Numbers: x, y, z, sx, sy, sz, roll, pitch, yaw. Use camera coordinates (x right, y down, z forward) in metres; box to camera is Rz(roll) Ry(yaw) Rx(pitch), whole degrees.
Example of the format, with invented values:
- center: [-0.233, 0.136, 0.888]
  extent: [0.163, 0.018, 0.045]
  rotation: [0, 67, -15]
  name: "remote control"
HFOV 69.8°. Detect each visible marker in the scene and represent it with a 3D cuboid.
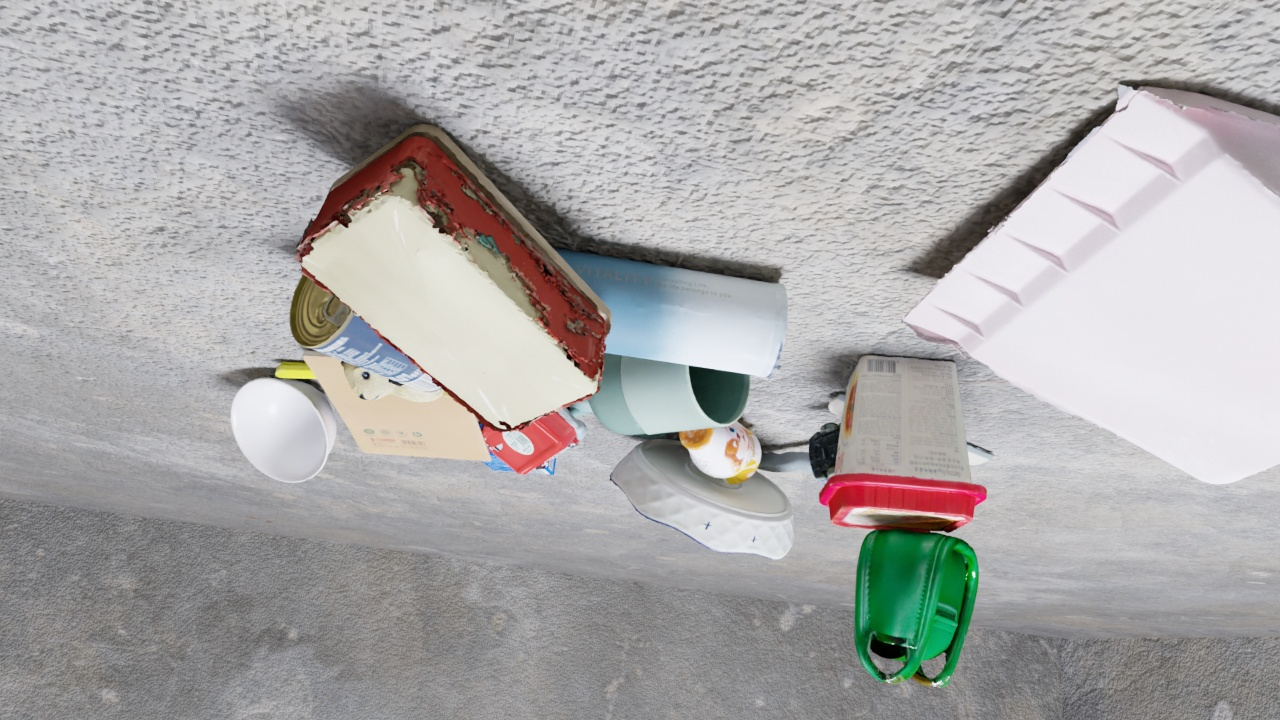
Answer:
- center: [-0.300, 0.010, 0.904]
  extent: [0.124, 0.015, 0.018]
  rotation: [1, 153, 8]
  name: "marker"

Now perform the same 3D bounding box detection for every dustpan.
- center: [0.321, -0.046, 0.503]
  extent: [0.273, 0.138, 0.223]
  rotation: [35, 152, 1]
  name: "dustpan"

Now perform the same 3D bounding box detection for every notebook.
- center: [-0.240, 0.052, 0.937]
  extent: [0.148, 0.008, 0.208]
  rotation: [3, 148, 4]
  name: "notebook"

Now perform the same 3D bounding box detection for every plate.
- center: [0.072, 0.140, 0.981]
  extent: [0.205, 0.045, 0.204]
  rotation: [20, -168, -5]
  name: "plate"

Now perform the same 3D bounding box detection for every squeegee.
- center: [0.195, 0.102, 0.971]
  extent: [0.246, 0.039, 0.247]
  rotation: [20, 157, -35]
  name: "squeegee"

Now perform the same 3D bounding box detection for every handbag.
- center: [0.221, 0.197, 0.729]
  extent: [0.068, 0.120, 0.131]
  rotation: [1, 164, 32]
  name: "handbag"

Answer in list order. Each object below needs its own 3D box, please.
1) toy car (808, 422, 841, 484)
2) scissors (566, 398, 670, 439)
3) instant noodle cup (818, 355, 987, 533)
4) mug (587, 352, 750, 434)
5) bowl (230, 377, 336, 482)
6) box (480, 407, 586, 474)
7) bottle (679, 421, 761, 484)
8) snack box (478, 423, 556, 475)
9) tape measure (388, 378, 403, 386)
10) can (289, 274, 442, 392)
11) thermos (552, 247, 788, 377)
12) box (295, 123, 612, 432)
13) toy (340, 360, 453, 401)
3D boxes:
- center: [0.208, 0.075, 0.826]
  extent: [0.121, 0.054, 0.037]
  rotation: [-24, 138, 27]
  name: "toy car"
- center: [-0.016, 0.054, 0.932]
  extent: [0.177, 0.019, 0.174]
  rotation: [20, 156, -33]
  name: "scissors"
- center: [0.207, 0.068, 0.732]
  extent: [0.117, 0.124, 0.116]
  rotation: [5, 162, 5]
  name: "instant noodle cup"
- center: [0.026, 0.011, 0.712]
  extent: [0.107, 0.082, 0.111]
  rotation: [-10, -173, 39]
  name: "mug"
- center: [-0.368, 0.064, 0.982]
  extent: [0.118, 0.118, 0.064]
  rotation: [0, -160, 18]
  name: "bowl"
- center: [-0.111, 0.071, 0.941]
  extent: [0.087, 0.048, 0.202]
  rotation: [41, 155, -5]
  name: "box"
- center: [0.077, 0.085, 0.920]
  extent: [0.063, 0.063, 0.108]
  rotation: [-4, 159, 29]
  name: "bottle"
- center: [-0.162, 0.110, 1.129]
  extent: [0.084, 0.026, 0.157]
  rotation: [3, 161, 9]
  name: "snack box"
- center: [-0.186, -0.008, 0.744]
  extent: [0.055, 0.058, 0.025]
  rotation: [-1, 161, 32]
  name: "tape measure"
- center: [-0.181, -0.027, 0.657]
  extent: [0.075, 0.075, 0.111]
  rotation: [-7, 158, 35]
  name: "can"
- center: [-0.017, -0.036, 0.595]
  extent: [0.220, 0.070, 0.070]
  rotation: [9, 161, -7]
  name: "thermos"
- center: [-0.095, -0.034, 0.503]
  extent: [0.091, 0.079, 0.168]
  rotation: [-25, 128, 27]
  name: "box"
- center: [-0.187, 0.022, 0.814]
  extent: [0.157, 0.066, 0.105]
  rotation: [20, 152, -17]
  name: "toy"
